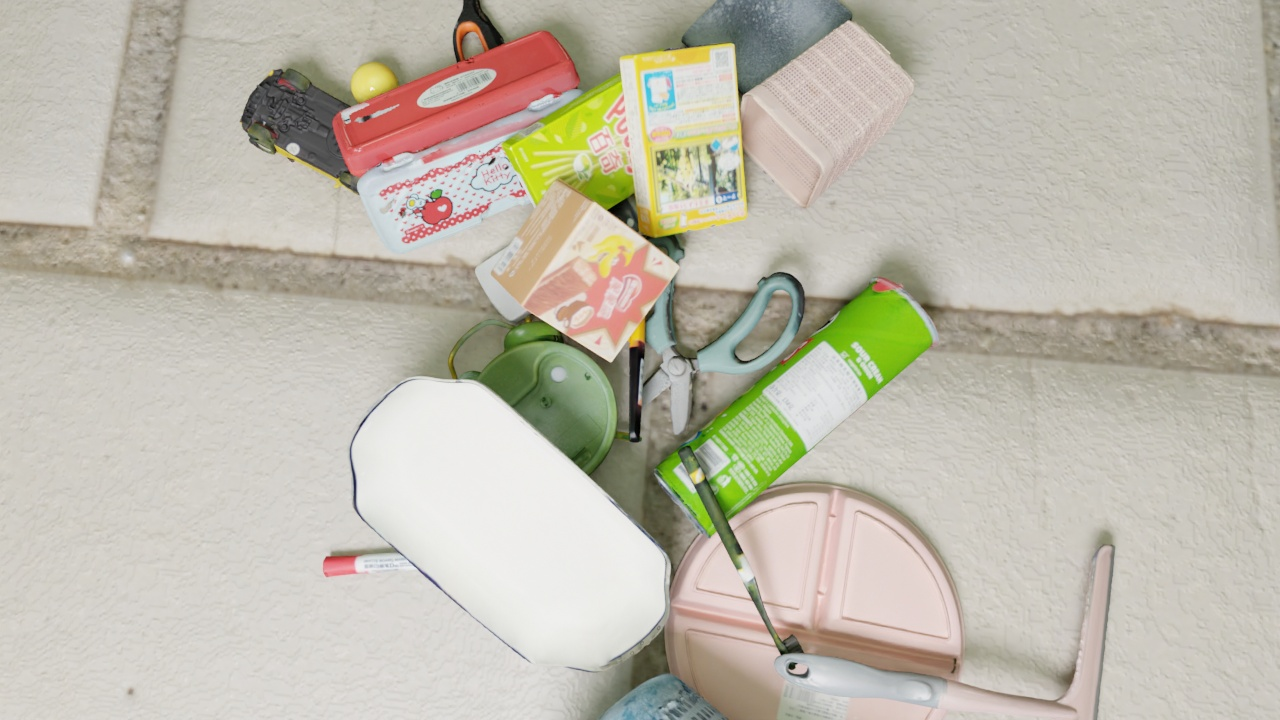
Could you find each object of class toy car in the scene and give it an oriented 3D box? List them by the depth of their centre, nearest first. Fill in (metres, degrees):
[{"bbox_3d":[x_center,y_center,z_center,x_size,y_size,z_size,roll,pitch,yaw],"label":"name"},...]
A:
[{"bbox_3d":[-0.265,-0.189,0.783,0.156,0.041,0.071,26,82,1],"label":"toy car"}]

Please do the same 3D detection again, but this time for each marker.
[{"bbox_3d":[-0.004,0.004,0.719,0.015,0.018,0.123,-4,70,14],"label":"marker"},{"bbox_3d":[-0.178,0.159,0.728,0.145,0.017,0.017,-5,79,2],"label":"marker"}]

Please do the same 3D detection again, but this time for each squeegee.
[{"bbox_3d":[0.220,0.238,0.655,0.249,0.040,0.247,10,83,-3],"label":"squeegee"}]

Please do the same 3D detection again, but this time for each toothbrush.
[{"bbox_3d":[0.074,0.143,0.664,0.017,0.012,0.186,-28,97,-9],"label":"toothbrush"}]

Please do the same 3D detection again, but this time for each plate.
[{"bbox_3d":[-0.093,0.119,0.677,0.265,0.034,0.162,42,114,-6],"label":"plate"},{"bbox_3d":[0.133,0.208,0.697,0.229,0.028,0.229,0,80,2],"label":"plate"}]

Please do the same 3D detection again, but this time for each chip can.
[{"bbox_3d":[0.117,0.035,0.706,0.236,0.072,0.072,-40,80,-4],"label":"chip can"}]

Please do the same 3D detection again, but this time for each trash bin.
[{"bbox_3d":[0.032,0.327,0.600,0.226,0.226,0.195,-44,68,-5],"label":"trash bin"}]

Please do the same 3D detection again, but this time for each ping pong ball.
[{"bbox_3d":[-0.229,-0.236,0.791,0.040,0.040,0.040,-1,79,3],"label":"ping pong ball"}]

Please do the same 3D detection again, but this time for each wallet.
[{"bbox_3d":[0.110,-0.287,0.795,0.097,0.019,0.120,43,83,7],"label":"wallet"}]

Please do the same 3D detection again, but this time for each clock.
[{"bbox_3d":[-0.086,0.034,0.726,0.116,0.056,0.161,-42,80,-6],"label":"clock"}]

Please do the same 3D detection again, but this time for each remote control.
[{"bbox_3d":[-0.063,-0.092,0.765,0.150,0.021,0.058,-35,80,-3],"label":"remote control"}]

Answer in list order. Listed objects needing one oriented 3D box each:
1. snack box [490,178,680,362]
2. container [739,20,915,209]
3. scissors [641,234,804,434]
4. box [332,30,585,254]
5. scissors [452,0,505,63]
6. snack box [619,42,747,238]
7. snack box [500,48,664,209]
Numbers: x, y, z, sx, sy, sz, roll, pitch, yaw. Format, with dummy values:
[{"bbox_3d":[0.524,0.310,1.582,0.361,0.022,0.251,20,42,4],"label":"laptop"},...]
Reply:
[{"bbox_3d":[-0.043,-0.069,0.704,0.094,0.077,0.093,33,95,-35],"label":"snack box"},{"bbox_3d":[0.149,-0.200,0.741,0.111,0.090,0.090,-40,80,-7],"label":"container"},{"bbox_3d":[0.057,-0.028,0.730,0.181,0.019,0.170,-7,77,19],"label":"scissors"},{"bbox_3d":[-0.139,-0.179,0.761,0.201,0.100,0.102,-24,50,-8],"label":"box"},{"bbox_3d":[-0.139,-0.334,0.814,0.234,0.022,0.220,-5,79,1],"label":"scissors"},{"bbox_3d":[0.036,-0.174,0.725,0.086,0.034,0.140,-15,109,-20],"label":"snack box"},{"bbox_3d":[-0.024,-0.173,0.733,0.156,0.026,0.086,-33,120,-12],"label":"snack box"}]
